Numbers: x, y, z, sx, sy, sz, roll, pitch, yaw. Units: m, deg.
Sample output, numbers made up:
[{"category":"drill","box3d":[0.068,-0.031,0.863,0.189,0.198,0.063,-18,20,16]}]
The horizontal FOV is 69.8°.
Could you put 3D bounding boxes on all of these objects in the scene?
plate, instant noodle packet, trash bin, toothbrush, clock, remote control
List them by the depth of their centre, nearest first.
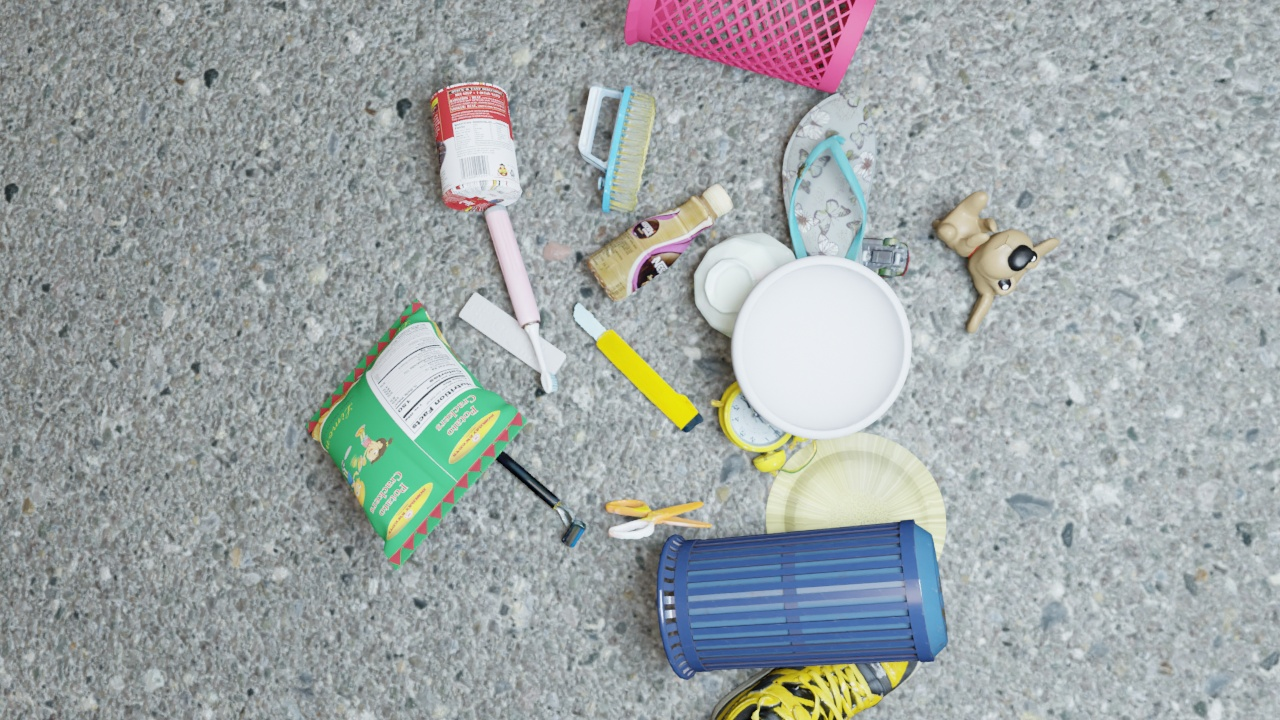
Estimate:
[{"category":"trash bin","box3d":[0.155,0.226,0.874,0.250,0.139,0.139,-9,83,18]},{"category":"plate","box3d":[0.223,0.166,0.947,0.184,0.036,0.184,-1,84,8]},{"category":"clock","box3d":[0.133,0.065,0.960,0.083,0.057,0.119,-44,89,2]},{"category":"instant noodle packet","box3d":[-0.248,0.068,0.976,0.195,0.090,0.253,-49,51,1]},{"category":"toothbrush","box3d":[-0.130,-0.068,1.015,0.027,0.026,0.222,-27,75,36]},{"category":"remote control","box3d":[-0.143,-0.028,1.028,0.131,0.012,0.033,34,87,10]}]

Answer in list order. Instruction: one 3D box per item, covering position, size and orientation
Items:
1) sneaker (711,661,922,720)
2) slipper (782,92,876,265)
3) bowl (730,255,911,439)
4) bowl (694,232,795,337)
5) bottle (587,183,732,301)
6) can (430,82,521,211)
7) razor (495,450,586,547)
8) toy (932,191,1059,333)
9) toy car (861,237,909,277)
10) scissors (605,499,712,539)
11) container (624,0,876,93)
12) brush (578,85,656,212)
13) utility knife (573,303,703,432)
[{"category":"sneaker","box3d":[0.173,0.331,0.895,0.238,0.122,0.086,-32,83,5]},{"category":"slipper","box3d":[0.189,-0.148,0.952,0.098,0.054,0.268,1,88,29]},{"category":"bowl","box3d":[0.171,-0.013,0.905,0.176,0.066,0.176,0,92,-6]},{"category":"bowl","box3d":[0.104,-0.077,0.955,0.118,0.061,0.117,2,94,29]},{"category":"bottle","box3d":[0.024,-0.132,0.992,0.166,0.059,0.059,-35,81,3]},{"category":"can","box3d":[-0.183,-0.234,1.017,0.087,0.086,0.116,-10,83,7]},{"category":"razor","box3d":[-0.114,0.141,1.005,0.144,0.022,0.043,43,131,13]},{"category":"toy","box3d":[0.351,-0.112,0.932,0.108,0.106,0.134,45,87,-1]},{"category":"toy car","box3d":[0.237,-0.110,0.972,0.091,0.036,0.042,7,88,20]},{"category":"scissors","box3d":[0.013,0.164,0.948,0.125,0.127,0.011,4,104,26]},{"category":"container","box3d":[0.122,-0.379,0.956,0.226,0.183,0.183,22,87,2]},{"category":"brush","box3d":[-0.030,-0.230,1.011,0.075,0.055,0.136,11,86,4]},{"category":"utility knife","box3d":[-0.006,0.006,1.004,0.191,0.018,0.030,45,87,6]}]
